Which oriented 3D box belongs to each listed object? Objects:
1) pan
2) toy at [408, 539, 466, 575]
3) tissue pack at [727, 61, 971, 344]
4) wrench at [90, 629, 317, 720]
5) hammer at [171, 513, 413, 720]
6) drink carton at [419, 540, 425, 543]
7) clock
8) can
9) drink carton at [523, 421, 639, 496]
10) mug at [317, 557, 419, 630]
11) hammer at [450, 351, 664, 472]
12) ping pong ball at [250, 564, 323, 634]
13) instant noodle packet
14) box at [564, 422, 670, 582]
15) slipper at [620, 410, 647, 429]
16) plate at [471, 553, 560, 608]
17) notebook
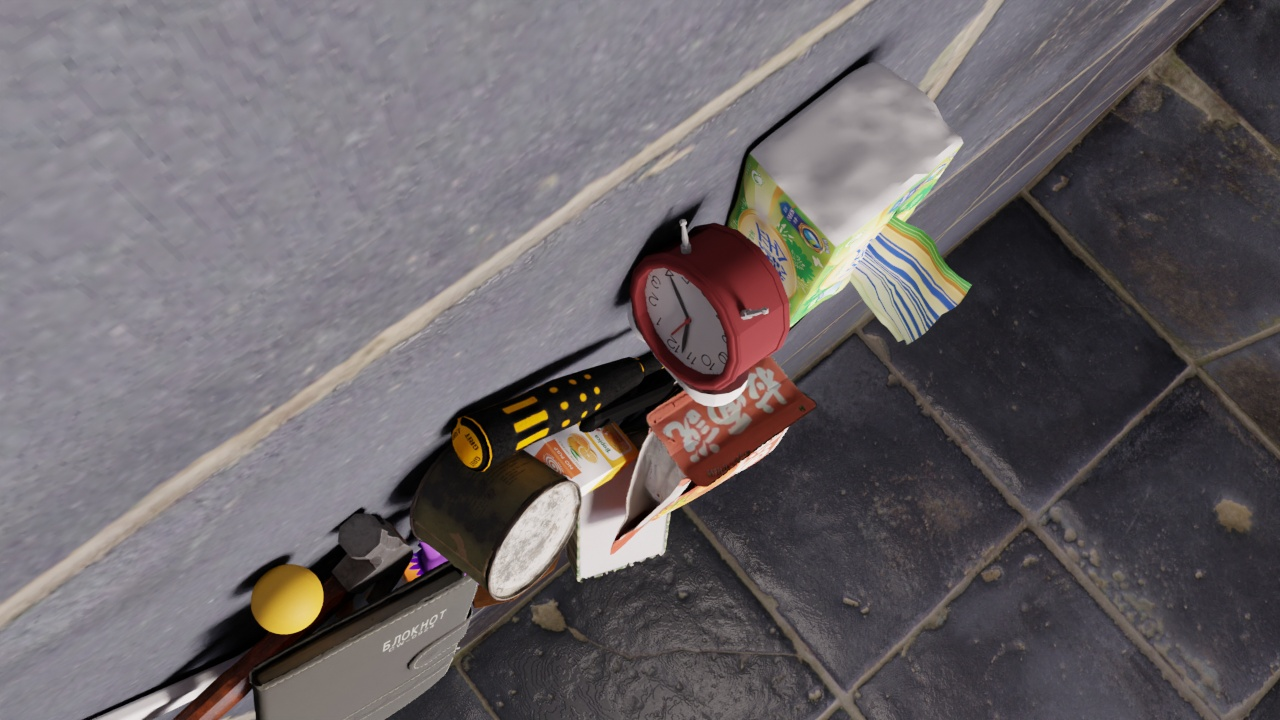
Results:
[{"bbox_3d":[0.044,0.002,0.849,0.205,0.044,0.354,-43,167,33],"label":"pan"},{"bbox_3d":[-0.151,0.154,0.774,0.087,0.056,0.106,-38,137,-42],"label":"toy"},{"bbox_3d":[0.141,-0.075,0.597,0.120,0.141,0.198,-40,170,-2],"label":"tissue pack"},{"bbox_3d":[-0.308,0.222,0.603,0.066,0.018,0.273,-42,169,13],"label":"wrench"},{"bbox_3d":[-0.271,0.217,0.595,0.300,0.028,0.111,-43,165,-11],"label":"hammer"},{"bbox_3d":[-0.116,0.119,0.715,0.128,0.039,0.044,2,98,-61],"label":"drink carton"},{"bbox_3d":[0.037,-0.026,0.563,0.048,0.096,0.138,-34,166,-31],"label":"clock"},{"bbox_3d":[-0.096,0.100,0.610,0.089,0.074,0.090,-44,152,-32],"label":"can"},{"bbox_3d":[-0.057,0.087,0.822,0.040,0.058,0.122,-45,169,25],"label":"drink carton"},{"bbox_3d":[-0.220,0.233,0.791,0.105,0.082,0.082,-39,170,-2],"label":"mug"},{"bbox_3d":[-0.004,0.004,0.660,0.319,0.036,0.123,-23,131,-46],"label":"hammer"},{"bbox_3d":[-0.208,0.141,0.541,0.040,0.040,0.040,-39,170,-8],"label":"ping pong ball"},{"bbox_3d":[0.052,0.103,0.899,0.164,0.084,0.222,-31,162,-35],"label":"instant noodle packet"},{"bbox_3d":[-0.024,0.155,0.994,0.117,0.050,0.206,-17,140,-17],"label":"box"},{"bbox_3d":[-0.004,0.116,1.075,0.263,0.101,0.082,-33,162,-8],"label":"slipper"},{"bbox_3d":[-0.142,0.209,0.996,0.131,0.025,0.131,-26,-156,13],"label":"plate"},{"bbox_3d":[-0.198,0.228,0.668,0.169,0.029,0.210,-25,155,-35],"label":"notebook"}]
